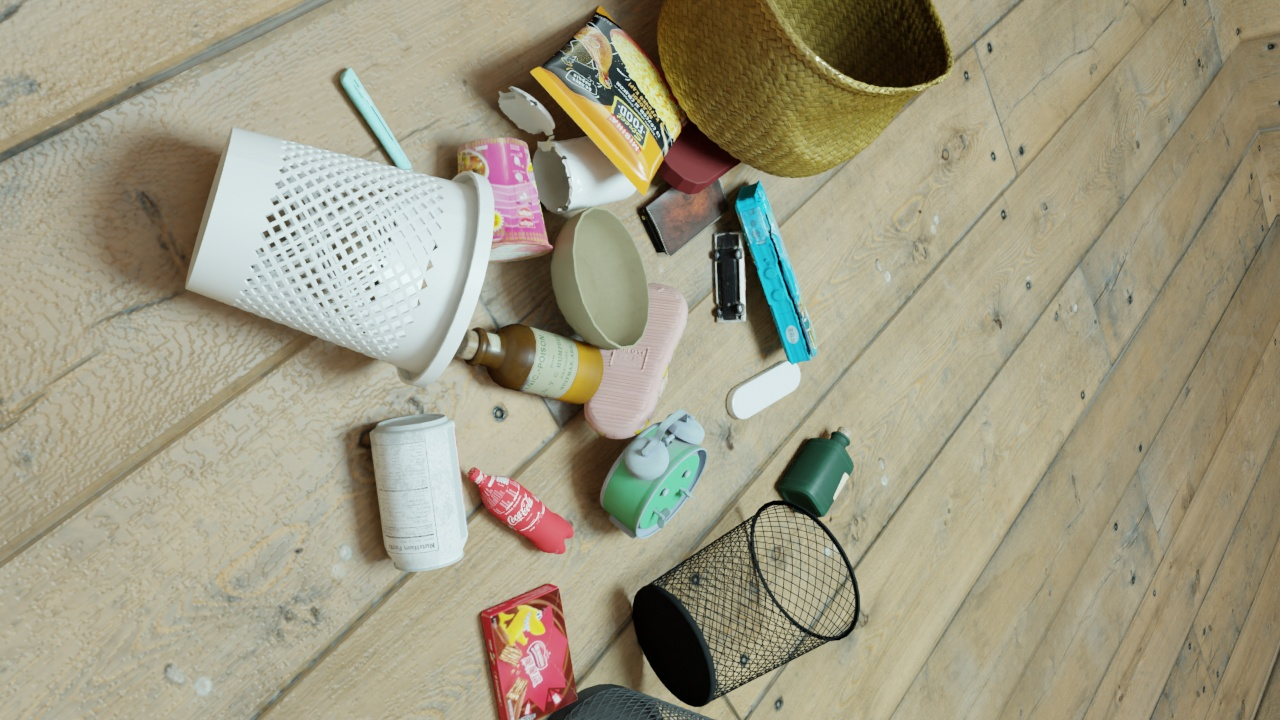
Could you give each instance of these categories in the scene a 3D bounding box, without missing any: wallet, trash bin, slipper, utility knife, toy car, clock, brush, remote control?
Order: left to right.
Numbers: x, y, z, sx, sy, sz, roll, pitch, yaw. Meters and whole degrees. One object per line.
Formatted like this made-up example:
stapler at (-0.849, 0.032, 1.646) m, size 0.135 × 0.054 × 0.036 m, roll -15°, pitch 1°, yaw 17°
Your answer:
trash bin at (-0.255, -0.095, 0.768) m, size 0.199 × 0.196 × 0.195 m, roll 16°, pitch 81°, yaw -29°
utility knife at (-0.245, -0.216, 0.870) m, size 0.126 × 0.015 × 0.022 m, roll 60°, pitch 26°, yaw -25°
slipper at (-0.006, 0.006, 1.034) m, size 0.082 × 0.093 × 0.196 m, roll 77°, pitch 30°, yaw -60°
trash bin at (0.017, 0.467, 0.962) m, size 0.217 × 0.228 × 0.218 m, roll -1°, pitch 92°, yaw -39°
clock at (0.022, 0.120, 1.008) m, size 0.121 × 0.075 × 0.162 m, roll -33°, pitch 150°, yaw -41°
wallet at (0.055, -0.184, 1.109) m, size 0.122 × 0.019 × 0.072 m, roll -41°, pitch 116°, yaw -31°
brush at (0.082, -0.260, 1.101) m, size 0.082 × 0.042 × 0.173 m, roll 48°, pitch 59°, yaw 3°
toy car at (0.116, -0.104, 1.152) m, size 0.039 × 0.039 × 0.113 m, roll -9°, pitch 98°, yaw -59°
trash bin at (0.116, 0.289, 1.079) m, size 0.209 × 0.184 × 0.184 m, roll -20°, pitch 104°, yaw -31°
remote control at (0.164, 0.038, 1.208) m, size 0.136 × 0.013 × 0.043 m, roll -26°, pitch 107°, yaw -36°

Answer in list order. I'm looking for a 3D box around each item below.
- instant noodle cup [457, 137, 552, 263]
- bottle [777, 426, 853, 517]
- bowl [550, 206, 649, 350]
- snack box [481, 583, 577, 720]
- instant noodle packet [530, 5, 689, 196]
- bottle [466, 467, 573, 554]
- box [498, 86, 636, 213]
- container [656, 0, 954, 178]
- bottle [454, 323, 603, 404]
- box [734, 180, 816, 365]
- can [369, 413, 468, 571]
instant noodle cup at (-0.141, -0.159, 0.910) m, size 0.097 × 0.098 × 0.108 m, roll -5°, pitch 87°, yaw -39°
bottle at (0.248, 0.144, 1.248) m, size 0.131 × 0.061 × 0.061 m, roll -51°, pitch 123°, yaw -26°
bowl at (-0.049, -0.082, 0.966) m, size 0.152 × 0.051 × 0.152 m, roll 32°, pitch 53°, yaw -54°
snack box at (-0.117, 0.317, 0.981) m, size 0.089 × 0.021 × 0.133 m, roll -15°, pitch 101°, yaw -37°
instant noodle packet at (-0.020, -0.281, 0.974) m, size 0.160 × 0.032 × 0.220 m, roll 45°, pitch 37°, yaw -16°
bottle at (-0.127, 0.155, 0.957) m, size 0.141 × 0.042 × 0.041 m, roll 45°, pitch 64°, yaw -31°
box at (-0.076, -0.227, 0.964) m, size 0.139 × 0.083 × 0.142 m, roll -23°, pitch 117°, yaw -35°
container at (0.170, -0.367, 1.041) m, size 0.306 × 0.197 × 0.306 m, roll 17°, pitch 57°, yaw -28°
bottle at (-0.118, -0.001, 0.944) m, size 0.156 × 0.068 × 0.067 m, roll 15°, pitch 81°, yaw -38°
box at (0.176, -0.112, 1.172) m, size 0.094 × 0.041 × 0.227 m, roll -67°, pitch 137°, yaw -65°
can at (-0.208, 0.123, 0.867) m, size 0.078 × 0.078 × 0.136 m, roll -11°, pitch 98°, yaw -38°
